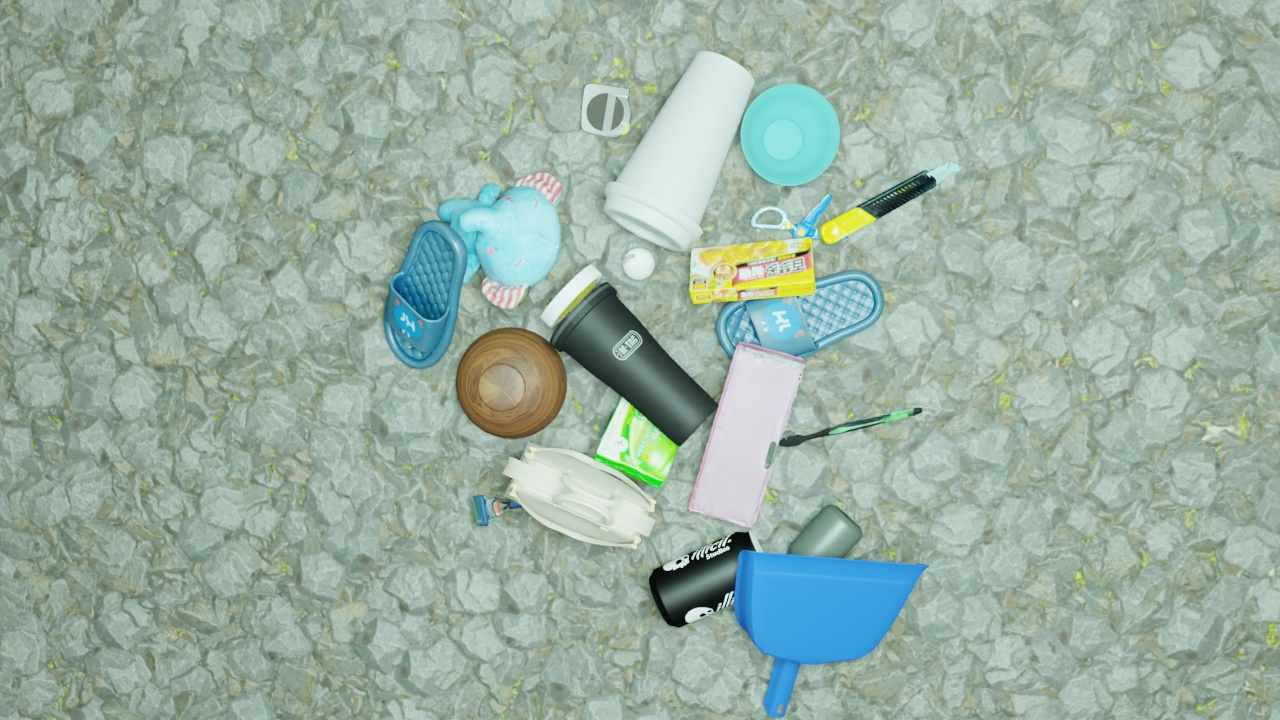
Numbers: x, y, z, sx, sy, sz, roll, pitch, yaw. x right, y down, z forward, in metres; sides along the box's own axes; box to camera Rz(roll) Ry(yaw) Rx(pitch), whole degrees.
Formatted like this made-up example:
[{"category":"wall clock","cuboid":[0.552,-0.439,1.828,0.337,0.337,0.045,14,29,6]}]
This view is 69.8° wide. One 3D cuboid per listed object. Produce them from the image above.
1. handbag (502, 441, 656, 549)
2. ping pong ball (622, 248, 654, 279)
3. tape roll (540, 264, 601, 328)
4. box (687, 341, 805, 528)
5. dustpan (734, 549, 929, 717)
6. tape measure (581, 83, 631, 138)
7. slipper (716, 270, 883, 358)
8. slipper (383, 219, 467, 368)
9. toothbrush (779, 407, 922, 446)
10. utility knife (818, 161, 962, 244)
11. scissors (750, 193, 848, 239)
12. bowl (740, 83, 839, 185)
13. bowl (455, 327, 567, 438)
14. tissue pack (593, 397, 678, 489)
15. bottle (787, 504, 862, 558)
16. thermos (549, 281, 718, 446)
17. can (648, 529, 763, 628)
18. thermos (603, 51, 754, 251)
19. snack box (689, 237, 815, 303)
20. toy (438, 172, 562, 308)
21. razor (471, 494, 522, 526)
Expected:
[{"category":"handbag","cuboid":[-0.073,0.164,1.106,0.194,0.198,0.101,24,81,-4]},{"category":"ping pong ball","cuboid":[-0.002,-0.123,1.170,0.040,0.040,0.040,0,94,4]},{"category":"tape roll","cuboid":[-0.087,-0.080,1.152,0.019,0.094,0.094,43,96,0]},{"category":"box","cuboid":[0.132,0.096,1.157,0.098,0.041,0.233,17,107,1]},{"category":"dustpan","cuboid":[0.210,0.349,1.154,0.245,0.059,0.258,8,106,-17]},{"category":"tape measure","cuboid":[-0.042,-0.318,1.170,0.064,0.016,0.065,9,95,4]},{"category":"slipper","cuboid":[0.203,-0.050,1.153,0.214,0.059,0.104,-16,95,4]},{"category":"slipper","cuboid":[-0.279,-0.081,1.155,0.104,0.059,0.214,34,124,14]},{"category":"toothbrush","cuboid":[0.270,0.085,1.182,0.188,0.017,0.014,-14,97,2]},{"category":"utility knife","cuboid":[0.314,-0.201,1.151,0.198,0.020,0.029,-27,98,1]},{"category":"scissors","cuboid":[0.197,-0.166,1.168,0.125,0.016,0.125,39,96,-5]},{"category":"bowl","cuboid":[0.182,-0.277,1.139,0.121,0.046,0.121,0,96,-3]},{"category":"bowl","cuboid":[-0.172,0.032,1.179,0.147,0.069,0.147,0,94,4]},{"category":"tissue pack","cuboid":[0.001,0.099,1.167,0.099,0.034,0.113,23,61,3]},{"category":"bottle","cuboid":[0.228,0.239,1.171,0.060,0.060,0.108,41,96,0]},{"category":"thermos","cuboid":[-0.007,0.007,1.139,0.218,0.105,0.106,43,96,5]},{"category":"can","cuboid":[0.090,0.278,1.173,0.146,0.080,0.080,-26,92,5]},{"category":"thermos","cuboid":[0.053,-0.257,1.121,0.131,0.131,0.222,27,88,2]},{"category":"snack box","cuboid":[0.138,-0.111,1.138,0.152,0.025,0.075,-4,53,12]},{"category":"toy","cuboid":[-0.185,-0.164,1.153,0.181,0.115,0.183,17,84,14]},{"category":"razor","cuboid":[-0.150,0.189,1.215,0.141,0.018,0.044,-9,96,1]}]
